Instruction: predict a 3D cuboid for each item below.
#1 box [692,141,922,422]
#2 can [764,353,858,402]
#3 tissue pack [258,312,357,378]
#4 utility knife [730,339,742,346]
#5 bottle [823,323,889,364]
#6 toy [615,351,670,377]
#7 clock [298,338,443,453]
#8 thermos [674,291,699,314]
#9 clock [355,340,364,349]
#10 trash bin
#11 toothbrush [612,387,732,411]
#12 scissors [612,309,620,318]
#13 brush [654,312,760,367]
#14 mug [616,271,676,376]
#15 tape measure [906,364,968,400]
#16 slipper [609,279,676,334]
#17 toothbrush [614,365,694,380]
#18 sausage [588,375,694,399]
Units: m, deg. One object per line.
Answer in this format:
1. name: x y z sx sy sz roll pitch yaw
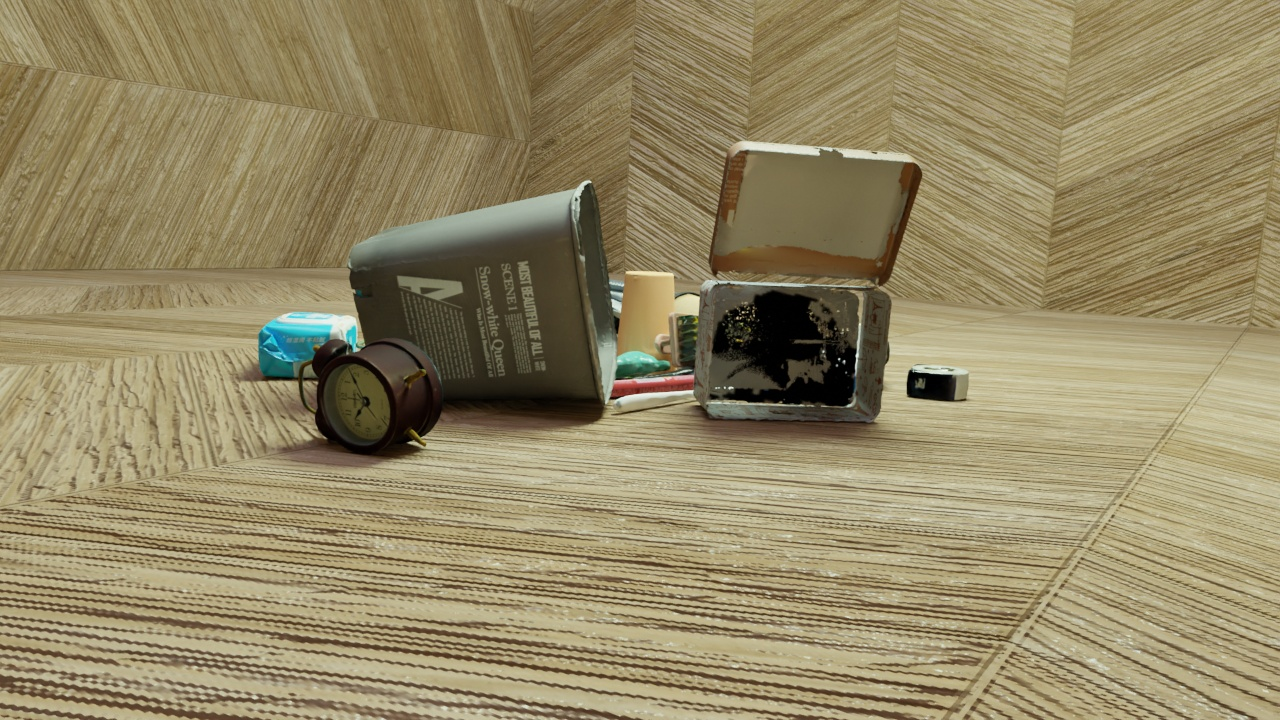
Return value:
1. box: 0.151 -0.069 0.869 0.178 0.272 0.106 2 22 -8
2. can: 0.177 0.015 0.989 0.135 0.053 0.053 5 9 14
3. tissue pack: -0.366 -0.020 1.018 0.090 0.063 0.140 1 9 -11
4. utility knife: 0.153 -0.001 1.056 0.154 0.015 0.033 21 -18 -30
5. bottle: 0.254 -0.012 1.082 0.080 0.044 0.195 3 -6 10
6. toy: -0.006 0.006 1.039 0.096 0.030 0.092 -2 -4 -17
7. clock: -0.208 0.026 0.695 0.122 0.082 0.055 9 16 22
8. thermos: 0.085 -0.036 1.216 0.093 0.093 0.143 -3 17 -32
9. clock: -0.240 -0.014 1.045 0.161 0.056 0.116 1 7 -10
10. trash bin: -0.143 -0.058 0.890 0.220 0.199 0.198 -6 17 4
11. toothbrush: 0.038 0.037 0.924 0.016 0.016 0.179 18 15 41
12. scissors: 0.008 -0.047 1.198 0.176 0.163 0.012 37 52 27
13. brush: 0.088 -0.023 1.086 0.145 0.063 0.073 0 -8 -42
14. mug: 0.009 -0.045 1.111 0.078 0.123 0.078 3 8 -1
15. tape measure: 0.340 0.024 1.048 0.066 0.033 0.065 5 10 21
16. slipper: -0.028 -0.053 1.312 0.268 0.083 0.111 15 -30 -10
17. toothbrush: 0.057 0.019 1.027 0.212 0.026 0.027 -4 54 -34
18. sausage: 0.002 0.028 0.964 0.155 0.020 0.020 -3 10 -31
